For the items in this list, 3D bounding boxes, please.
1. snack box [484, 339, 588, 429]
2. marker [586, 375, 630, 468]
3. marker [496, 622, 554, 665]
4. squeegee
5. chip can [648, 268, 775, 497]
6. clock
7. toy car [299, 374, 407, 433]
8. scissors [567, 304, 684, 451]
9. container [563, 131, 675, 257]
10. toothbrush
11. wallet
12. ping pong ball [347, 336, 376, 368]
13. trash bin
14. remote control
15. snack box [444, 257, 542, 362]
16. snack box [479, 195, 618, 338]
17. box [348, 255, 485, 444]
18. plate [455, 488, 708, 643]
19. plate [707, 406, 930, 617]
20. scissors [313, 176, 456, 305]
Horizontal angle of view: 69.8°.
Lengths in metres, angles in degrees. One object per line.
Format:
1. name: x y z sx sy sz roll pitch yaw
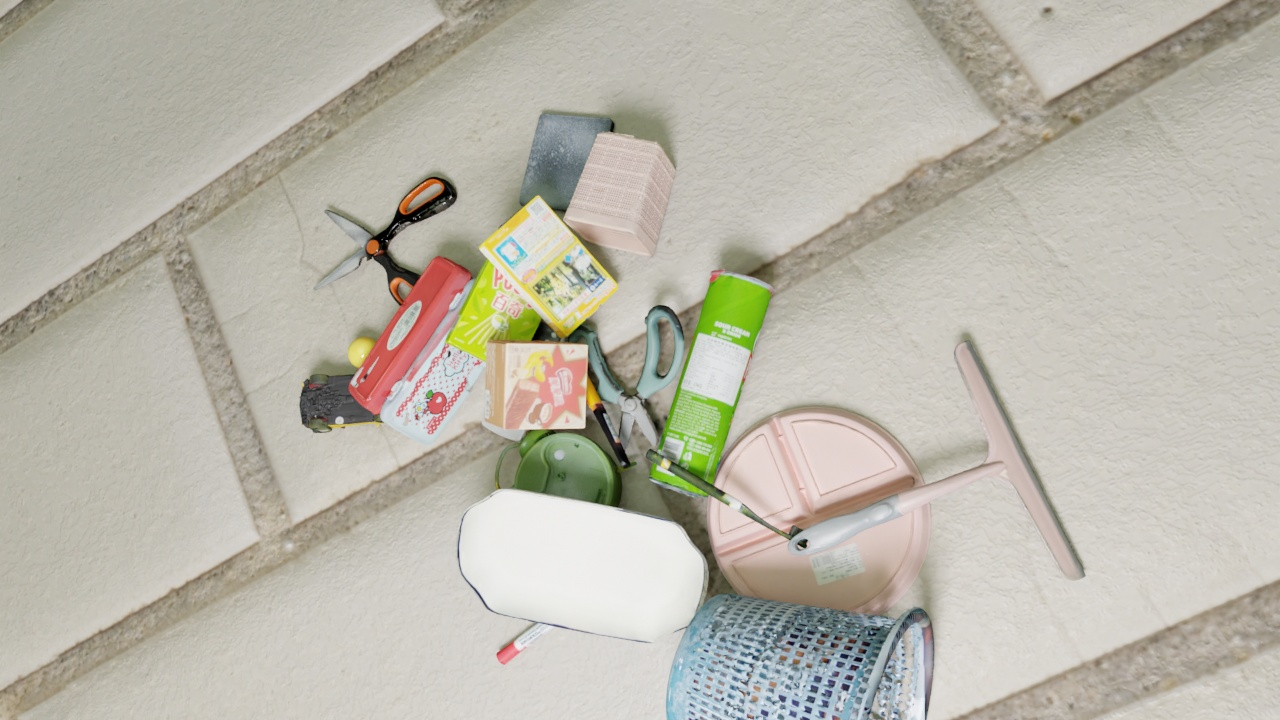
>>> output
1. snack box: -0.115 0.025 1.006 0.094 0.077 0.093 1 93 -24
2. marker: -0.041 0.066 1.006 0.015 0.018 0.123 -40 61 21
3. marker: -0.101 0.291 1.018 0.145 0.017 0.017 -38 71 9
4. squeegee: 0.258 0.136 0.883 0.250 0.040 0.247 -24 77 6
5. chip can: 0.074 0.025 0.974 0.072 0.072 0.236 16 86 20
6. clock: -0.091 0.136 1.020 0.161 0.056 0.116 14 85 20
7. toy car: -0.349 0.050 1.129 0.156 0.041 0.071 -7 78 11
8. scissors: -0.006 0.006 1.014 0.181 0.019 0.170 -43 68 25
9. container: -0.019 -0.188 1.035 0.090 0.090 0.111 15 83 20
10. toothbrush: 0.088 0.137 0.924 0.186 0.012 0.017 30 84 3
11. wallet: -0.088 -0.238 1.104 0.097 0.019 0.120 10 83 18
12. ping pong ball: -0.342 -0.009 1.138 0.040 0.040 0.040 -3 80 18
13. trash bin: 0.140 0.311 0.843 0.195 0.226 0.226 11 84 32
14. remote control: -0.133 0.019 1.072 0.058 0.021 0.150 22 89 21
15. snack box: -0.150 -0.071 1.046 0.085 0.026 0.156 29 80 -19
16. snack box: -0.102 -0.104 1.030 0.086 0.034 0.140 -45 100 -14
17. box: -0.243 -0.012 1.089 0.102 0.100 0.201 29 84 50
18. plate: -0.061 0.209 0.962 0.266 0.034 0.162 9 114 5
19. plate: 0.177 0.160 0.940 0.230 0.028 0.229 -3 80 18
20. scissors: -0.316 -0.139 1.162 0.234 0.021 0.221 -38 70 8
